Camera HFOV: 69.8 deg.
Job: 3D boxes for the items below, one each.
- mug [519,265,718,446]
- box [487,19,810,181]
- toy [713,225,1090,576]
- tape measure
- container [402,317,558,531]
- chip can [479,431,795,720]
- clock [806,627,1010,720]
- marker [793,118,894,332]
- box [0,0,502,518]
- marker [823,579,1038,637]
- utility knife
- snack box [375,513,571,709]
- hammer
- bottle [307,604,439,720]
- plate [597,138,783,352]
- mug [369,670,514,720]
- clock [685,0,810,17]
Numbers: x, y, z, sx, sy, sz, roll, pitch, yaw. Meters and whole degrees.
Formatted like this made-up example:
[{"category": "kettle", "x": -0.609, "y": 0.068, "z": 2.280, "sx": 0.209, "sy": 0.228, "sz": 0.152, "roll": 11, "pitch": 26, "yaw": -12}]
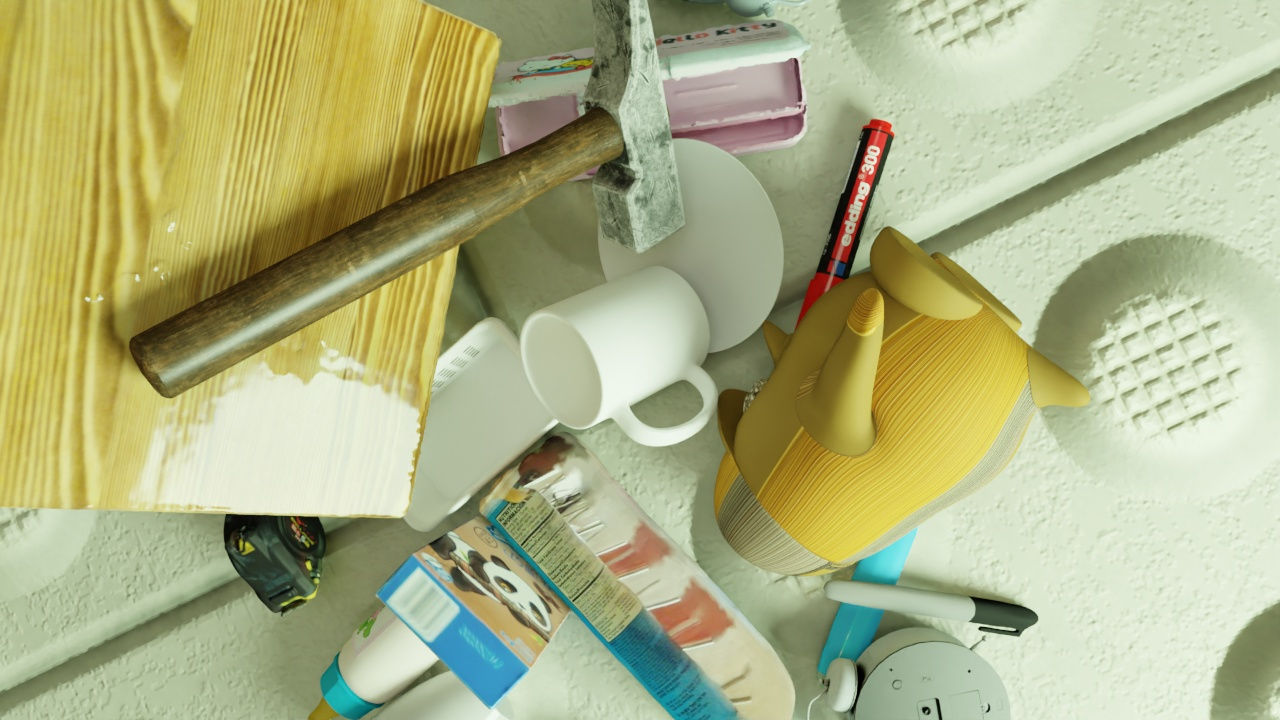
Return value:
[{"category": "mug", "x": -0.003, "y": 0.003, "z": 0.549, "sx": 0.110, "sy": 0.090, "sz": 0.074, "roll": 47, "pitch": 138, "yaw": 20}, {"category": "box", "x": 0.002, "y": -0.169, "z": 0.566, "sx": 0.202, "sy": 0.095, "sz": 0.088, "roll": -7, "pitch": 86, "yaw": 6}, {"category": "toy", "x": 0.122, "y": 0.035, "z": 0.534, "sx": 0.204, "sy": 0.198, "sz": 0.162, "roll": -51, "pitch": 56, "yaw": 22}, {"category": "tape measure", "x": -0.239, "y": 0.118, "z": 0.601, "sx": 0.042, "sy": 0.072, "sz": 0.071, "roll": -28, "pitch": 115, "yaw": 10}, {"category": "container", "x": -0.113, "y": 0.041, "z": 0.598, "sx": 0.129, "sy": 0.049, "sz": 0.081, "roll": -41, "pitch": 85, "yaw": 4}, {"category": "chip can", "x": 0.003, "y": 0.148, "z": 0.573, "sx": 0.080, "sy": 0.080, "sz": 0.229, "roll": -44, "pitch": 86, "yaw": 4}, {"category": "clock", "x": 0.163, "y": 0.216, "z": 0.566, "sx": 0.122, "sy": 0.035, "sz": 0.094, "roll": -11, "pitch": 94, "yaw": 0}, {"category": "marker", "x": 0.131, "y": -0.083, "z": 0.587, "sx": 0.023, "sy": 0.021, "sz": 0.145, "roll": 17, "pitch": 92, "yaw": -34}, {"category": "box", "x": -0.258, "y": -0.074, "z": 0.495, "sx": 0.216, "sy": 0.256, "sz": 0.279, "roll": 15, "pitch": 94, "yaw": 47}, {"category": "marker", "x": 0.181, "y": 0.154, "z": 0.572, "sx": 0.138, "sy": 0.016, "sz": 0.022, "roll": 8, "pitch": 90, "yaw": -4}, {"category": "utility knife", "x": 0.152, "y": 0.137, "z": 0.585, "sx": 0.031, "sy": 0.015, "sz": 0.173, "roll": 23, "pitch": 95, "yaw": 3}, {"category": "snack box", "x": -0.089, "y": 0.139, "z": 0.544, "sx": 0.087, "sy": 0.151, "sz": 0.034, "roll": 44, "pitch": 94, "yaw": 5}, {"category": "hammer", "x": -0.109, "y": -0.100, "z": 0.436, "sx": 0.299, "sy": 0.218, "sz": 0.037, "roll": -34, "pitch": 41, "yaw": -26}, {"category": "bottle", "x": -0.165, "y": 0.192, "z": 0.602, "sx": 0.146, "sy": 0.051, "sz": 0.051, "roll": -43, "pitch": 85, "yaw": 4}, {"category": "plate", "x": 0.031, "y": -0.071, "z": 0.574, "sx": 0.135, "sy": 0.011, "sz": 0.135, "roll": 14, "pitch": 115, "yaw": 32}, {"category": "mug", "x": -0.120, "y": 0.254, "z": 0.595, "sx": 0.089, "sy": 0.071, "sz": 0.107, "roll": -38, "pitch": 113, "yaw": -4}, {"category": "clock", "x": 0.055, "y": -0.279, "z": 0.574, "sx": 0.159, "sy": 0.045, "sz": 0.122, "roll": 39, "pitch": 81, "yaw": 9}]
